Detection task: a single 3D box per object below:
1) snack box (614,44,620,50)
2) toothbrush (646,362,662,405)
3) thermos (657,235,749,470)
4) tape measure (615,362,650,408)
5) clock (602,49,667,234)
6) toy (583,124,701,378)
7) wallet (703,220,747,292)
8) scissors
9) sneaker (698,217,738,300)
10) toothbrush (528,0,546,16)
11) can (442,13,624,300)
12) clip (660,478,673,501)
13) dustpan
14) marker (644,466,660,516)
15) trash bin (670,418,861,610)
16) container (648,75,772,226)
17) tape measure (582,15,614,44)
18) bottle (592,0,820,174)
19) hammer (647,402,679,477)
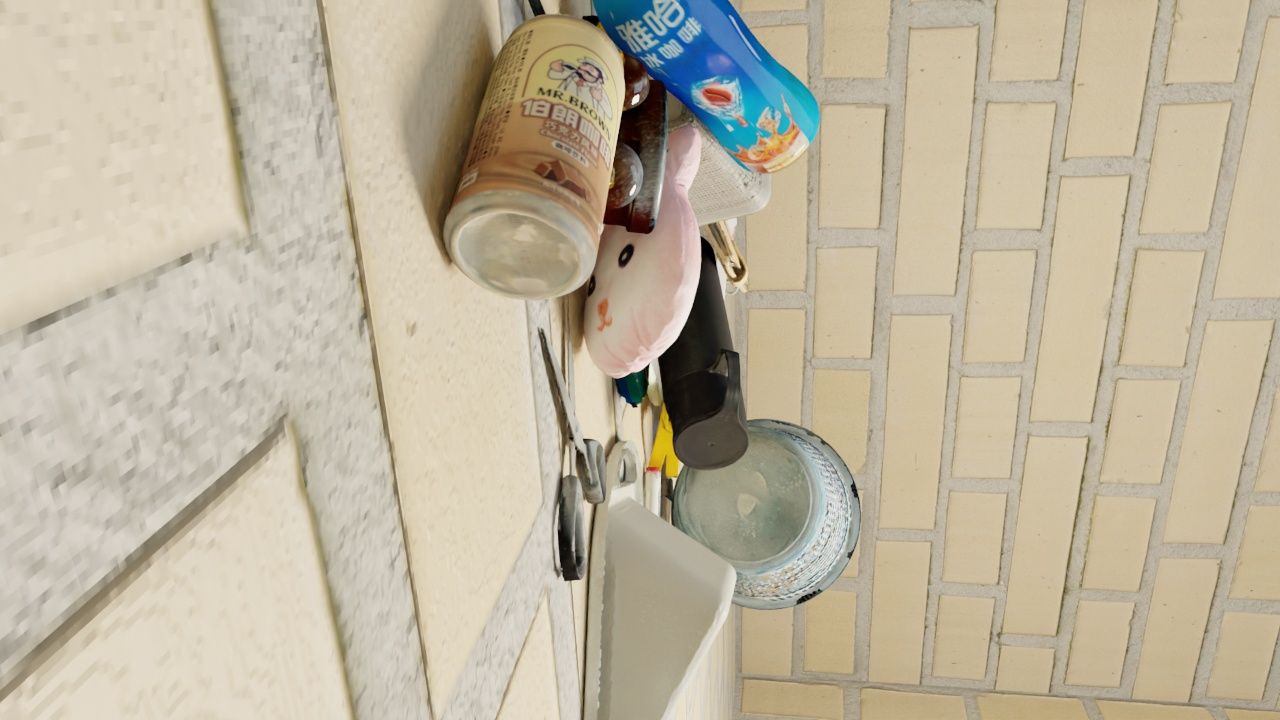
[{"bbox_3d":[0.010,-0.302,0.718,0.074,0.052,0.174,71,20,-63],"label":"snack box"},{"bbox_3d":[0.007,0.005,0.840,0.029,0.020,0.190,47,-11,22],"label":"toothbrush"},{"bbox_3d":[0.052,-0.023,0.782,0.242,0.068,0.090,-97,-151,-49],"label":"thermos"},{"bbox_3d":[-0.004,0.004,0.742,0.058,0.025,0.054,78,16,-59],"label":"tape measure"},{"bbox_3d":[-0.015,-0.113,0.484,0.122,0.055,0.082,138,-44,-83],"label":"clock"},{"bbox_3d":[0.002,-0.069,0.577,0.122,0.054,0.159,-34,-137,57],"label":"toy"},{"bbox_3d":[0.079,-0.110,0.859,0.115,0.024,0.087,32,38,-74],"label":"wallet"},{"bbox_3d":[-0.041,0.048,0.553,0.181,0.014,0.159,69,21,-63],"label":"scissors"},{"bbox_3d":[0.072,-0.132,1.006,0.090,0.090,0.242,22,72,-64],"label":"sneaker"},{"bbox_3d":[-0.043,-0.160,0.497,0.181,0.016,0.018,65,18,-70],"label":"toothbrush"},{"bbox_3d":[-0.040,-0.084,0.374,0.059,0.058,0.116,79,14,-53],"label":"can"},{"bbox_3d":[0.025,0.136,0.978,0.058,0.043,0.026,84,5,-83],"label":"clip"},{"bbox_3d":[-0.019,0.207,0.723,0.258,0.142,0.222,-60,171,1],"label":"dustpan"},{"bbox_3d":[0.011,0.176,0.892,0.017,0.017,0.145,8,83,-81],"label":"marker"},{"bbox_3d":[0.127,0.159,1.010,0.195,0.227,0.226,47,44,-71],"label":"trash bin"},{"bbox_3d":[0.032,-0.164,0.663,0.114,0.090,0.090,33,56,-52],"label":"container"},{"bbox_3d":[-0.026,-0.178,0.564,0.057,0.029,0.060,-79,167,-53],"label":"tape measure"},{"bbox_3d":[0.026,-0.191,0.535,0.218,0.065,0.065,33,52,-42],"label":"bottle"},{"bbox_3d":[0.046,0.054,1.008,0.300,0.033,0.129,15,89,-84],"label":"hammer"}]
